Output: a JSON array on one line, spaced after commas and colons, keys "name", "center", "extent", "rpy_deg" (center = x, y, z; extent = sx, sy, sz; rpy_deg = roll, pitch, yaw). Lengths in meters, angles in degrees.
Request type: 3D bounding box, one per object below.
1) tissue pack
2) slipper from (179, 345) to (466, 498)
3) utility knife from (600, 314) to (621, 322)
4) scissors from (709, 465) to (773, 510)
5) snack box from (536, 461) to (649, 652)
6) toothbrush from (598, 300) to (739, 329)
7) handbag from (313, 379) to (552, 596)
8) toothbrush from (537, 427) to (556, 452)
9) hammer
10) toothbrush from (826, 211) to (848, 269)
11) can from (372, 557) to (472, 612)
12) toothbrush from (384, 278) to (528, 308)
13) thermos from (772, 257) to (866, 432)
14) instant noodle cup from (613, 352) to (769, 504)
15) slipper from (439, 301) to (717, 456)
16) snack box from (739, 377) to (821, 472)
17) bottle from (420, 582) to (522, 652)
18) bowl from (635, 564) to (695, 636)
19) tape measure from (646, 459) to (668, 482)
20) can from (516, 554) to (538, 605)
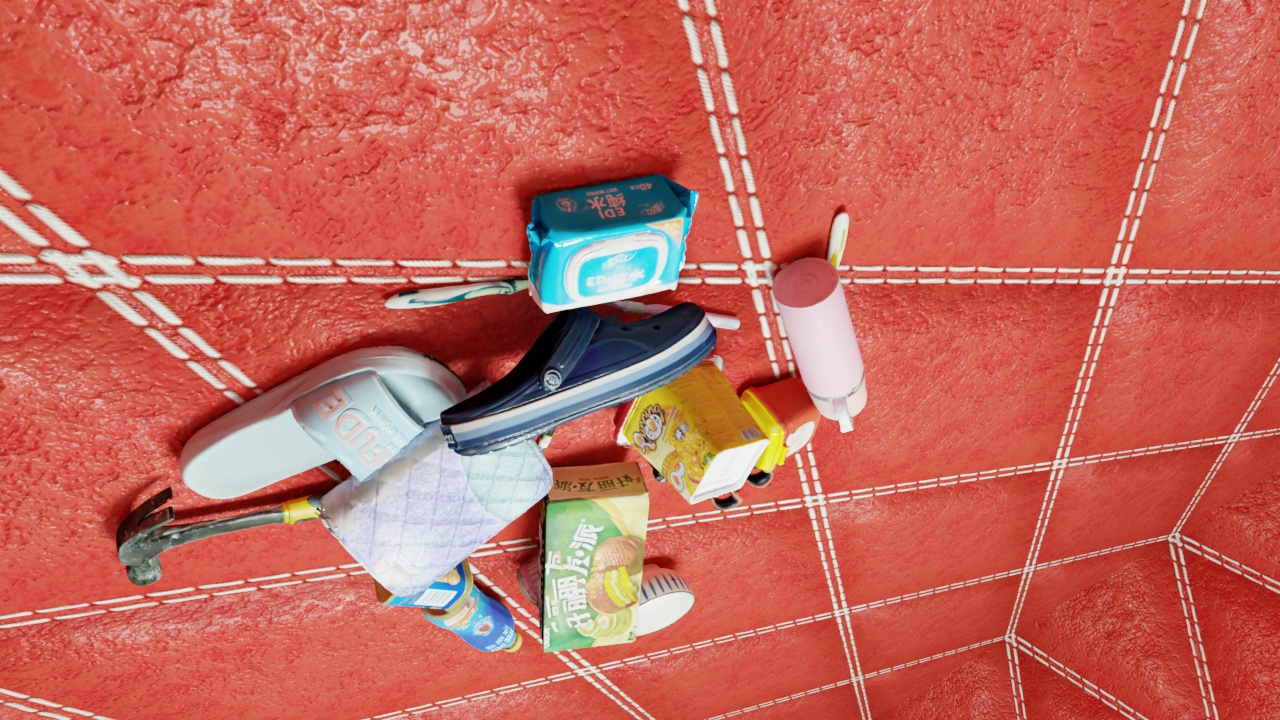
[{"name": "tissue pack", "center": [-0.025, -0.092, 0.735], "extent": [0.140, 0.063, 0.090], "rpy_deg": [-12, 143, -18]}, {"name": "slipper", "center": [-0.267, 0.063, 0.774], "extent": [0.245, 0.074, 0.104], "rpy_deg": [-23, 144, -2]}, {"name": "utility knife", "center": [-0.005, 0.005, 0.920], "extent": [0.031, 0.021, 0.198], "rpy_deg": [-32, 141, -3]}, {"name": "scissors", "center": [0.120, 0.128, 1.151], "extent": [0.196, 0.015, 0.206], "rpy_deg": [-1, 138, -29]}, {"name": "snack box", "center": [-0.058, 0.229, 1.056], "extent": [0.114, 0.063, 0.240], "rpy_deg": [-3, 123, -12]}, {"name": "toothbrush", "center": [0.028, -0.048, 0.865], "extent": [0.189, 0.021, 0.029], "rpy_deg": [9, 170, -41]}, {"name": "handbag", "center": [-0.187, 0.120, 0.859], "extent": [0.193, 0.075, 0.134], "rpy_deg": [-36, 135, -12]}, {"name": "toothbrush", "center": [-0.094, 0.079, 0.951], "extent": [0.012, 0.017, 0.186], "rpy_deg": [-47, 168, -49]}, {"name": "hammer", "center": [-0.317, 0.142, 0.875], "extent": [0.322, 0.032, 0.126], "rpy_deg": [-9, 148, -25]}, {"name": "toothbrush", "center": [0.192, -0.078, 0.927], "extent": [0.016, 0.018, 0.192], "rpy_deg": [-5, 143, -1]}, {"name": "can", "center": [-0.232, 0.208, 0.959], "extent": [0.083, 0.102, 0.057], "rpy_deg": [19, 125, -42]}, {"name": "toothbrush", "center": [-0.115, -0.058, 0.762], "extent": [0.191, 0.018, 0.016], "rpy_deg": [-10, 142, -22]}, {"name": "thermos", "center": [0.189, -0.007, 0.935], "extent": [0.067, 0.087, 0.199], "rpy_deg": [-13, 137, 14]}, {"name": "instant noodle cup", "center": [0.053, 0.068, 0.919], "extent": [0.115, 0.123, 0.116], "rpy_deg": [-10, 138, -39]}, {"name": "slipper", "center": [-0.059, 0.001, 0.795], "extent": [0.252, 0.105, 0.095], "rpy_deg": [-24, 103, -16]}, {"name": "snack box", "center": [0.158, 0.071, 1.047], "extent": [0.080, 0.082, 0.091], "rpy_deg": [-22, 146, -23]}, {"name": "bottle", "center": [-0.204, 0.327, 1.160], "extent": [0.065, 0.065, 0.219], "rpy_deg": [-26, 146, 0]}, {"name": "bowl", "center": [0.012, 0.332, 1.298], "extent": [0.116, 0.066, 0.117], "rpy_deg": [-17, 143, -14]}, {"name": "tape measure", "center": [0.038, 0.099, 1.017], "extent": [0.066, 0.065, 0.034], "rpy_deg": [-3, 143, -26]}, {"name": "can", "center": [-0.079, 0.244, 1.137], "extent": [0.147, 0.058, 0.058], "rpy_deg": [-32, 144, 9]}]
